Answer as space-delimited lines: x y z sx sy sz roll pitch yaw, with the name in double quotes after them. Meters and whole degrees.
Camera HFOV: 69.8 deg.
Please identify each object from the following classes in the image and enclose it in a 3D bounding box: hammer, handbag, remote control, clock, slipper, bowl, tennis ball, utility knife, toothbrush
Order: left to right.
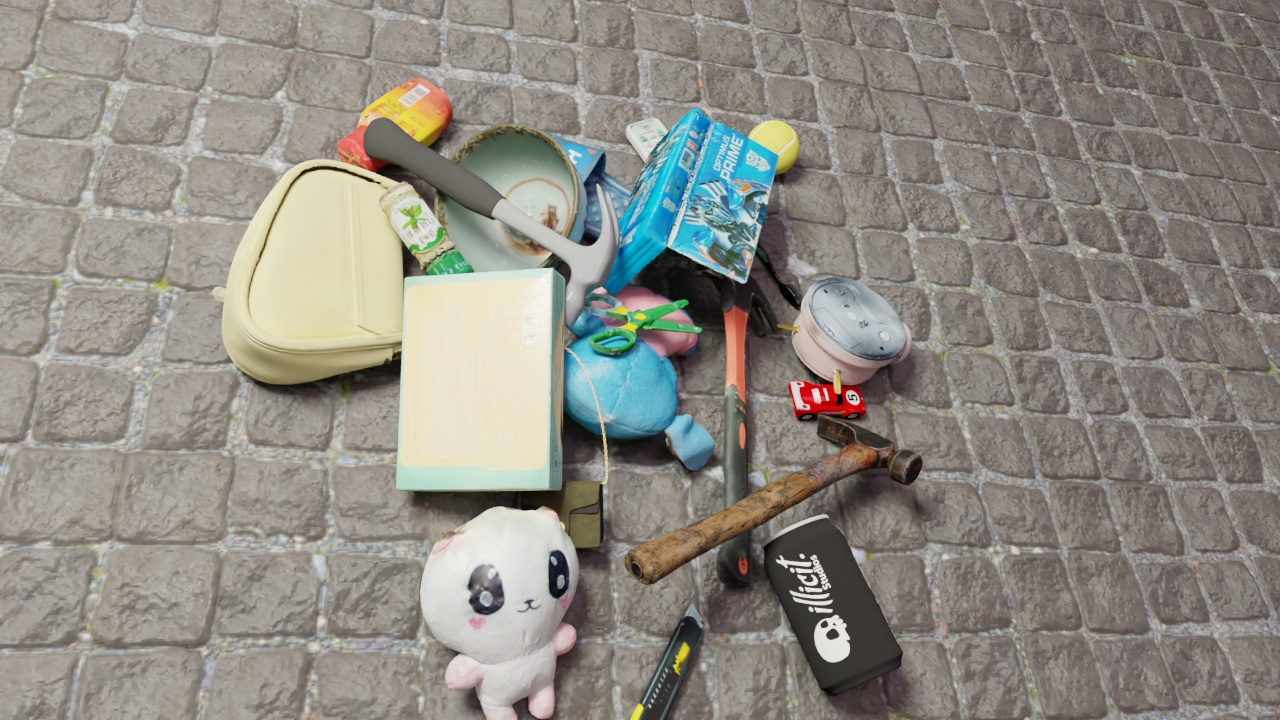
-0.298 -0.085 0.879 0.190 0.089 0.232 10 57 -30 "handbag"
-0.152 -0.160 0.888 0.311 0.029 0.125 33 94 20 "hammer"
-0.119 -0.152 0.943 0.160 0.093 0.160 -1 87 19 "bowl"
-0.072 0.077 0.822 0.084 0.027 0.178 -1 88 7 "handbag"
-0.065 -0.191 1.019 0.214 0.059 0.103 34 59 1 "slipper"
0.016 0.287 0.790 0.029 0.020 0.173 31 56 0 "utility knife"
0.032 -0.232 1.093 0.050 0.022 0.133 -23 70 -27 "remote control"
0.094 0.057 0.915 0.133 0.033 0.332 29 56 -43 "hammer"
0.134 -0.137 1.075 0.017 0.014 0.188 -18 67 -39 "toothbrush"
0.114 0.124 0.838 0.329 0.033 0.120 -18 30 -38 "hammer"
0.161 -0.260 1.122 0.065 0.065 0.065 8 59 -13 "tennis ball"
0.234 -0.035 1.007 0.157 0.059 0.117 -25 64 -38 "clock"

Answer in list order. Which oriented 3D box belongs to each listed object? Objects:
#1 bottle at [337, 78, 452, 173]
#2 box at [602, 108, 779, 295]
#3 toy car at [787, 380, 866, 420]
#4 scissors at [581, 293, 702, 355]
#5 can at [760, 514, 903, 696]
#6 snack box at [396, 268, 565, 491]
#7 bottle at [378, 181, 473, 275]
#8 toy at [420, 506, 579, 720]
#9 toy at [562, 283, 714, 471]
-0.268 -0.250 0.996 0.071 0.049 0.133 36 57 6 "bottle"
0.055 -0.155 0.959 0.113 0.114 0.242 36 43 -17 "box"
0.200 0.041 0.984 0.089 0.025 0.038 0 61 -17 "toy car"
-0.006 -0.043 0.878 0.130 0.012 0.112 -23 52 -34 "scissors"
0.172 0.222 0.838 0.080 0.080 0.146 -14 66 -24 "can"
-0.141 0.018 0.813 0.141 0.044 0.193 -2 80 13 "snack box"
-0.208 -0.119 0.888 0.042 0.043 0.110 -36 93 -31 "bottle"
-0.111 0.211 0.756 0.138 0.102 0.179 -7 82 -34 "toy"
-0.005 0.005 0.909 0.224 0.099 0.190 31 45 -7 "toy"
